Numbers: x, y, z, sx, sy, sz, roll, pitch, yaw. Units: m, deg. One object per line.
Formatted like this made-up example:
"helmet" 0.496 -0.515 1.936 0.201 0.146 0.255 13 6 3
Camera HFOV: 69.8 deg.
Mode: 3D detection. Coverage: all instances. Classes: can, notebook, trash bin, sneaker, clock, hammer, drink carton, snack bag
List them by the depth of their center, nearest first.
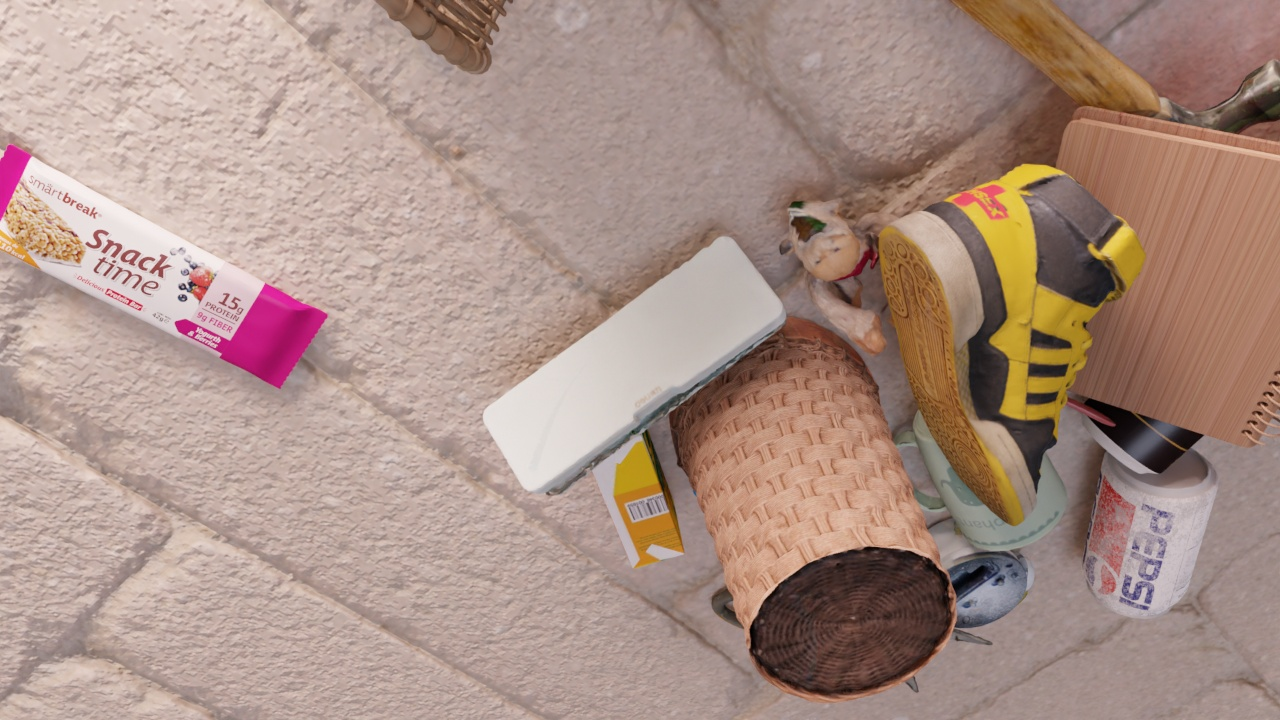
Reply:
"hammer" 0.196 -0.198 0.506 0.330 0.033 0.133 31 143 -16
"sneaker" 0.232 -0.010 0.555 0.122 0.086 0.239 -30 125 -2
"notebook" 0.327 -0.042 0.556 0.169 0.022 0.211 21 144 27
"snack bag" -0.299 -0.051 0.566 0.196 0.016 0.070 32 112 -23
"trash bin" 0.105 0.086 0.586 0.151 0.209 0.151 -3 121 -5
"can" 0.387 0.017 0.658 0.072 0.071 0.129 28 115 -22
"drink carton" -0.005 0.088 0.664 0.041 0.058 0.122 -17 122 4
"can" 0.401 0.133 0.729 0.078 0.078 0.136 -9 123 -2
"clock" 0.276 0.181 0.757 0.117 0.057 0.083 38 110 -26

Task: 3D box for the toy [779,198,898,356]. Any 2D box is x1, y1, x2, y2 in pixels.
"toy" 0.133 -0.068 0.572 0.106 0.074 0.085 33 114 -30

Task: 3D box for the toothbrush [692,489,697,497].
"toothbrush" 0.103 0.119 0.720 0.135 0.017 0.022 16 126 -16

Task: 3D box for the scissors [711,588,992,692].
"scissors" 0.171 0.187 0.735 0.225 0.016 0.226 8 122 10

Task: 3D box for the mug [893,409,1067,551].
"mug" 0.239 0.078 0.681 0.112 0.083 0.104 -20 116 39

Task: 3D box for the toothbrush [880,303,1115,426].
"toothbrush" 0.252 0.005 0.641 0.184 0.015 0.016 27 121 -4

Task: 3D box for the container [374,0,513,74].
"container" -0.077 -0.264 0.347 0.196 0.226 0.227 -42 118 11

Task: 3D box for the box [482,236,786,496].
"box" -0.005 0.004 0.581 0.199 0.070 0.085 -38 102 5
